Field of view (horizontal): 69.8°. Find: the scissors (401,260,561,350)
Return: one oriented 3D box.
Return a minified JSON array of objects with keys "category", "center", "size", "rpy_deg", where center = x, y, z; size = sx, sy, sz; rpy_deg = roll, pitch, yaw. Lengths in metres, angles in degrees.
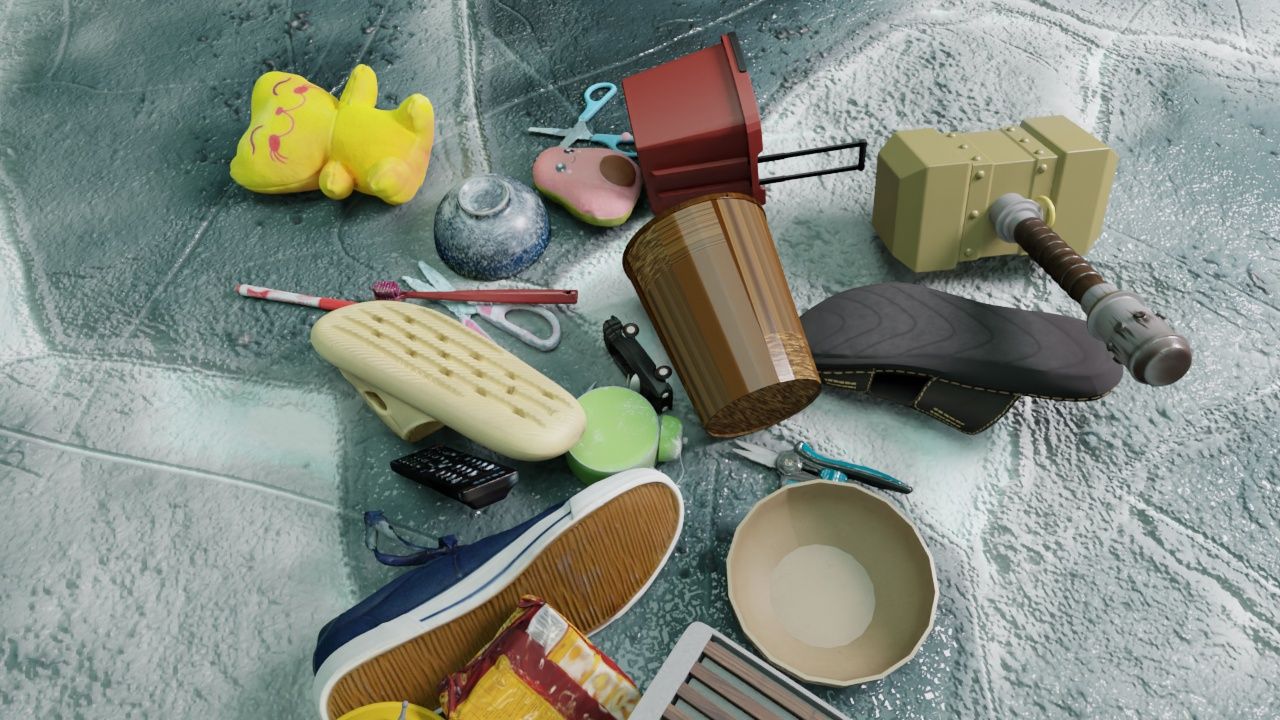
[{"category":"scissors","center":[-0.147,-0.052,0.848],"size":[0.102,0.016,0.179],"rpy_deg":[-37,62,-17]}]

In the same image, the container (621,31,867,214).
[{"category":"container","center":[0.095,-0.218,0.860],"size":[0.201,0.148,0.127],"rpy_deg":[-12,64,4]}]

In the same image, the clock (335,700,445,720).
[{"category":"clock","center":[-0.161,0.297,0.593],"size":[0.113,0.052,0.152],"rpy_deg":[-18,96,-9]}]

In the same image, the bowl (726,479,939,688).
[{"category":"bowl","center":[0.139,0.169,0.684],"size":[0.152,0.050,0.152],"rpy_deg":[-1,59,1]}]

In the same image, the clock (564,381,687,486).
[{"category":"clock","center":[-0.018,0.069,0.754],"size":[0.119,0.043,0.094],"rpy_deg":[33,67,19]}]

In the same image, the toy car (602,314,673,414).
[{"category":"toy car","center":[-0.005,0.005,0.791],"size":[0.037,0.040,0.092],"rpy_deg":[-31,65,-15]}]

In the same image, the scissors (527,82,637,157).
[{"category":"scissors","center":[-0.048,-0.250,0.962],"size":[0.135,0.015,0.133],"rpy_deg":[8,58,0]}]

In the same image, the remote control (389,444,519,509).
[{"category":"remote control","center":[-0.145,0.089,0.705],"size":[0.047,0.150,0.022],"rpy_deg":[-19,104,-31]}]

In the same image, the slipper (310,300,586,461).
[{"category":"slipper","center":[-0.158,0.028,0.761],"size":[0.262,0.079,0.111],"rpy_deg":[25,37,25]}]

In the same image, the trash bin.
[{"category":"trash bin","center":[0.098,0.288,0.578],"size":[0.229,0.115,0.114],"rpy_deg":[30,64,18]}]

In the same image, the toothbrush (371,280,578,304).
[{"category":"toothbrush","center":[-0.151,-0.062,0.836],"size":[0.190,0.016,0.016],"rpy_deg":[1,56,5]}]

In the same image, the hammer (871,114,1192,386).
[{"category":"hammer","center":[0.324,-0.084,0.725],"size":[0.190,0.101,0.324],"rpy_deg":[-6,34,-2]}]

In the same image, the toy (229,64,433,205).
[{"category":"toy","center":[-0.298,-0.218,0.909],"size":[0.194,0.087,0.134],"rpy_deg":[8,77,11]}]

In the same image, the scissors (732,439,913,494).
[{"category":"scissors","center":[0.150,0.092,0.748],"size":[0.142,0.019,0.127],"rpy_deg":[-18,58,-3]}]

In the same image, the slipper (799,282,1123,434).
[{"category":"slipper","center":[0.254,0.000,0.772],"size":[0.268,0.076,0.112],"rpy_deg":[7,50,23]}]

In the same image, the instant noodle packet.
[{"category":"instant noodle packet","center":[-0.062,0.233,0.625],"size":[0.135,0.040,0.098],"rpy_deg":[47,64,-18]}]

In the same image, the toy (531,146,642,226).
[{"category":"toy","center":[-0.054,-0.172,0.892],"size":[0.110,0.051,0.089],"rpy_deg":[15,60,11]}]

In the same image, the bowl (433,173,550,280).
[{"category":"bowl","center":[-0.145,-0.139,0.871],"size":[0.114,0.061,0.114],"rpy_deg":[-1,58,1]}]

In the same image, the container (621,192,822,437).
[{"category":"container","center":[0.072,-0.032,0.768],"size":[0.132,0.132,0.167],"rpy_deg":[-16,66,-8]}]

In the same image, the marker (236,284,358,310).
[{"category":"marker","center":[-0.309,-0.056,0.854],"size":[0.142,0.013,0.012],"rpy_deg":[9,60,7]}]

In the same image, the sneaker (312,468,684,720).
[{"category":"sneaker","center":[-0.110,0.154,0.689],"size":[0.294,0.121,0.127],"rpy_deg":[-28,28,-14]}]
